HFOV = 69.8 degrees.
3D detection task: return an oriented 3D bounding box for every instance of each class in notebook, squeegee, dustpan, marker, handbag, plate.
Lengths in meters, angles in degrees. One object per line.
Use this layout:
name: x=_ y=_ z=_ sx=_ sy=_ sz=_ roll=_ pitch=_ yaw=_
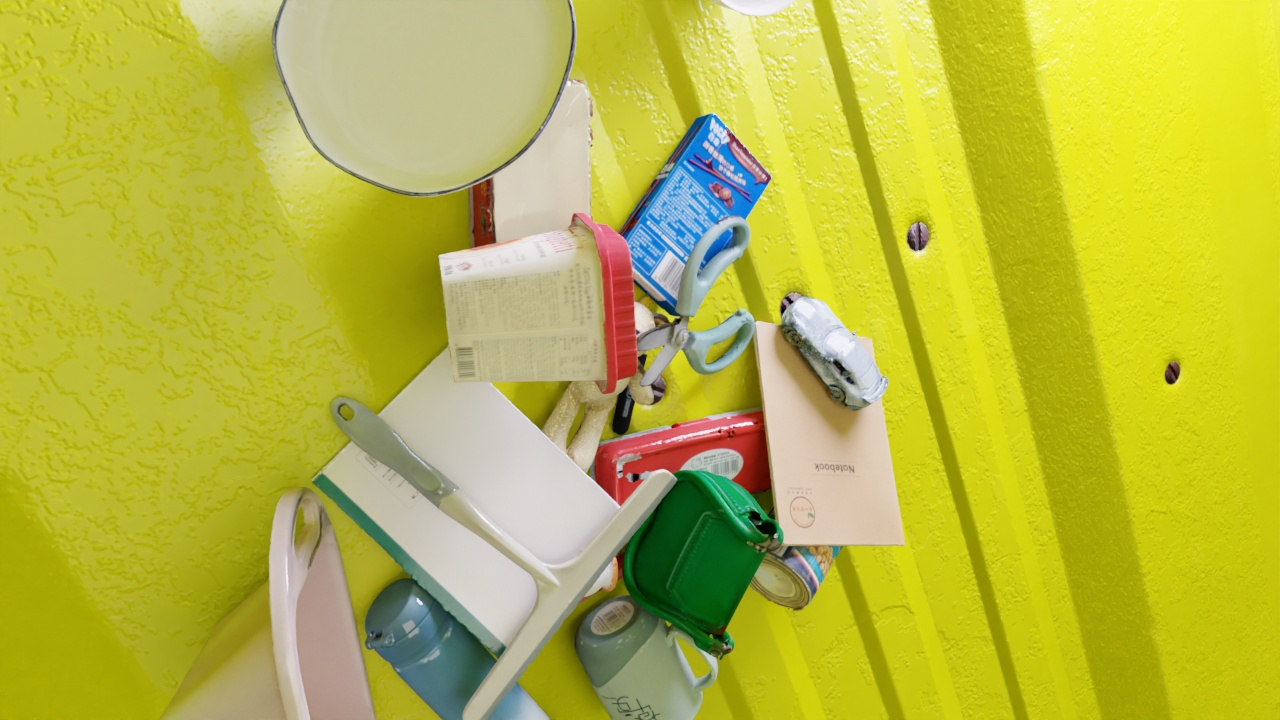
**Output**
notebook: x=-0.126 y=0.111 z=0.717 sx=0.209 sy=0.012 sz=0.150 roll=45 pitch=79 yaw=-3
squeegee: x=-0.136 y=0.108 z=0.689 sx=0.246 sy=0.039 sz=0.246 roll=41 pitch=80 yaw=-4
dustpan: x=-0.204 y=0.232 z=0.625 sx=0.139 sy=0.222 sz=0.273 roll=-37 pitch=106 yaw=-4
marker: x=-0.005 y=0.005 z=0.801 sx=0.018 sy=0.015 sz=0.124 roll=12 pitch=93 yaw=-24
handbag: x=0.053 y=0.163 z=0.761 sx=0.068 sy=0.120 sz=0.131 roll=17 pitch=101 yaw=-39
notebook: x=0.176 y=0.069 z=0.857 sx=0.147 sy=0.008 sz=0.207 roll=6 pitch=68 yaw=-28
plate: x=-0.144 y=-0.215 z=0.629 sx=0.205 sy=0.045 sz=0.205 roll=0 pitch=91 yaw=3

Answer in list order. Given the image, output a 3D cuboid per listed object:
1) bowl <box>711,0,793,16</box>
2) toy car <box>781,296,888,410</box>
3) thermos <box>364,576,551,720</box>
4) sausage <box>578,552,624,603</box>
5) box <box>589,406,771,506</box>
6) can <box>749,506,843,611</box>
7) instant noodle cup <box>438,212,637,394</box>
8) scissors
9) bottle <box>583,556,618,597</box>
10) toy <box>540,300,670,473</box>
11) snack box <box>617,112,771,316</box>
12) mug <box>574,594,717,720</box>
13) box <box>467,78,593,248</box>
bowl: x=0.076 y=-0.340 z=0.754 sx=0.118 sy=0.065 sz=0.118 roll=-5 pitch=102 yaw=-26
toy car: x=0.183 y=-0.009 z=0.864 sx=0.120 sy=0.037 sz=0.054 roll=49 pitch=55 yaw=-2
thermos: x=-0.139 y=0.268 z=0.752 sx=0.070 sy=0.070 sz=0.220 roll=-40 pitch=114 yaw=-16
sausage: x=-0.050 y=0.201 z=0.811 sx=0.155 sy=0.020 sz=0.020 roll=-27 pitch=110 yaw=-21
box: x=0.049 y=0.097 z=0.836 sx=0.200 sy=0.048 sz=0.087 roll=-10 pitch=105 yaw=-25
can: x=0.148 y=0.167 z=0.855 sx=0.110 sy=0.075 sz=0.075 roll=-48 pitch=118 yaw=-34
instant noodle cup: x=-0.074 y=-0.037 z=0.640 sx=0.124 sy=0.116 sz=0.117 roll=-7 pitch=109 yaw=-13
scissors: x=0.053 y=-0.052 z=0.774 sx=0.173 sy=0.019 sz=0.178 roll=-13 pitch=119 yaw=-49
bottle: x=-0.074 y=0.178 z=0.769 sx=0.108 sy=0.063 sz=0.063 roll=4 pitch=97 yaw=-27
toy: x=-0.036 y=0.020 z=0.760 sx=0.105 sy=0.066 sz=0.157 roll=27 pitch=89 yaw=-11
snack box: x=0.043 y=-0.125 z=0.789 sx=0.084 sy=0.026 sz=0.157 roll=40 pitch=74 yaw=-27
mug: x=0.009 y=0.265 z=0.804 sx=0.112 sy=0.082 sz=0.106 roll=-19 pitch=108 yaw=19
box: x=-0.080 y=-0.129 z=0.703 sx=0.091 sy=0.079 sz=0.168 roll=-6 pitch=102 yaw=-25
